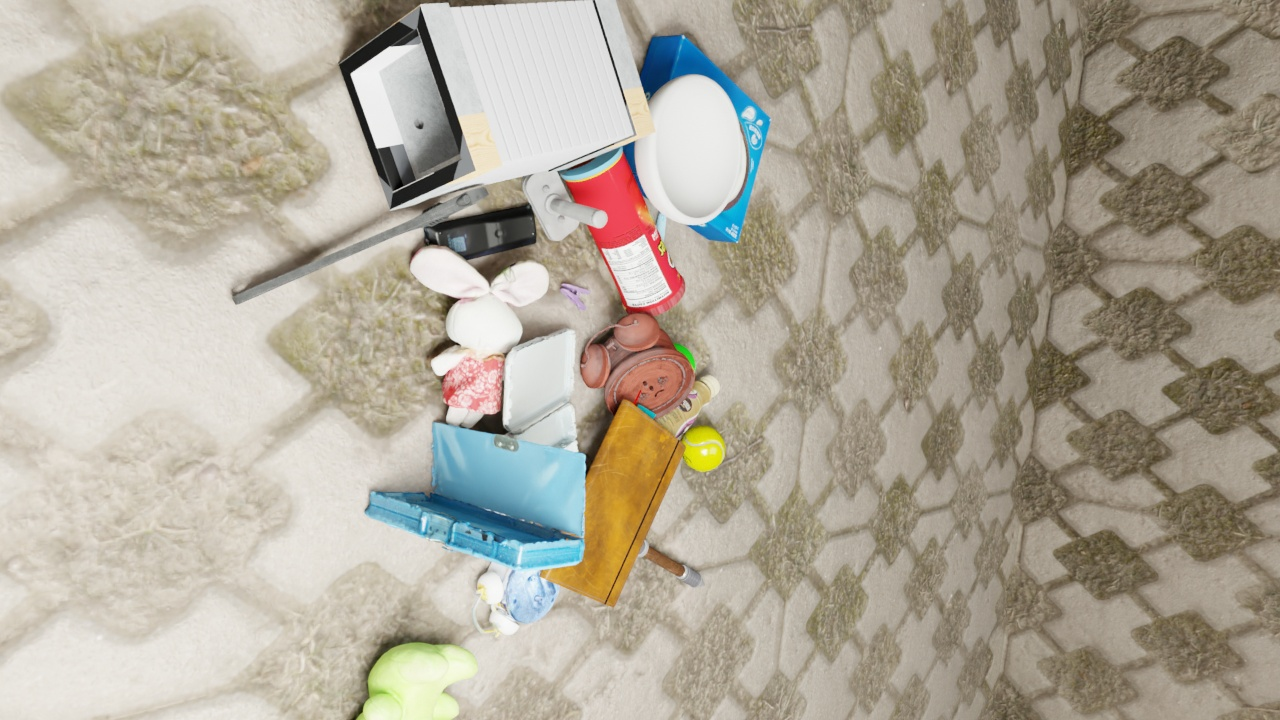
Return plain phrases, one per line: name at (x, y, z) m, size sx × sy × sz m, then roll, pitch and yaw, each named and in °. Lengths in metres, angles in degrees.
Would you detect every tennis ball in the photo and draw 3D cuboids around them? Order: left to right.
tennis ball at (0.043, 0.008, 1.255) m, size 0.065 × 0.065 × 0.065 m, roll -12°, pitch 106°, yaw -49°
tennis ball at (0.091, 0.128, 1.337) m, size 0.065 × 0.065 × 0.065 m, roll -12°, pitch 106°, yaw -49°

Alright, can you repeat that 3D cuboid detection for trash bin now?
trash bin at (-0.133, -0.258, 0.907) m, size 0.246 × 0.143 × 0.142 m, roll -26°, pitch 102°, yaw -45°

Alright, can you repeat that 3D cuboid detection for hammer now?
hammer at (0.019, 0.278, 1.305) m, size 0.322 × 0.043 × 0.155 m, roll 42°, pitch 65°, yaw -48°

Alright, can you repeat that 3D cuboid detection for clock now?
clock at (-0.149, 0.272, 1.087) m, size 0.125 × 0.052 × 0.089 m, roll -38°, pitch 125°, yaw -40°
clock at (-0.006, 0.006, 1.156) m, size 0.121 × 0.072 × 0.157 m, roll -39°, pitch 137°, yaw 13°

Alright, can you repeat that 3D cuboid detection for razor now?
razor at (-0.077, -0.170, 1.038) m, size 0.047 × 0.116 × 0.088 m, roll -41°, pitch 128°, yaw -19°

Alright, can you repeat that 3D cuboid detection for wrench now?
wrench at (-0.257, -0.113, 0.874) m, size 0.272 × 0.073 × 0.018 m, roll -32°, pitch 103°, yaw -33°

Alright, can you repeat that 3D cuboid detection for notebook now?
notebook at (-0.021, 0.180, 1.162) m, size 0.178 × 0.014 × 0.249 m, roll 41°, pitch 70°, yaw -51°

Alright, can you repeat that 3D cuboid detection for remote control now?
remote control at (-0.169, -0.137, 1.006) m, size 0.149 × 0.022 × 0.047 m, roll -23°, pitch 114°, yaw -45°

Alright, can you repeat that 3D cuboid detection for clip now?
clip at (-0.080, -0.077, 1.134) m, size 0.051 × 0.014 × 0.043 m, roll -13°, pitch 109°, yaw -52°

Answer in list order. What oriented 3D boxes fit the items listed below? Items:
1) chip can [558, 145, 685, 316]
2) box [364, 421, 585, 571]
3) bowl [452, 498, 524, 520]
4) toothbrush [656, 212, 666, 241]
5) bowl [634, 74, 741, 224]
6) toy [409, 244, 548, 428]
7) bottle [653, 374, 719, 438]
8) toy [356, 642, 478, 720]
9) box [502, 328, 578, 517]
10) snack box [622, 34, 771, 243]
chip can at (-0.020, -0.160, 1.133) m, size 0.086 × 0.087 × 0.213 m, roll -51°, pitch 131°, yaw -31°
box at (-0.162, 0.125, 0.903) m, size 0.094 × 0.232 × 0.111 m, roll 7°, pitch 91°, yaw -50°
bowl at (-0.158, 0.161, 1.053) m, size 0.110 × 0.055 × 0.110 m, roll -12°, pitch 105°, yaw -49°
toothbrush at (0.019, -0.123, 1.241) m, size 0.022 × 0.016 × 0.155 m, roll 7°, pitch 93°, yaw -13°
bowl at (0.047, -0.256, 1.122) m, size 0.176 × 0.066 × 0.177 m, roll -12°, pitch 107°, yaw -46°
toy at (-0.173, -0.021, 0.982) m, size 0.158 × 0.084 × 0.194 m, roll 1°, pitch 100°, yaw -36°
bottle at (0.053, 0.069, 1.285) m, size 0.165 × 0.060 × 0.060 m, roll -35°, pitch 122°, yaw -42°
toy at (-0.251, 0.386, 0.958) m, size 0.196 × 0.107 × 0.150 m, roll -63°, pitch 161°, yaw -7°
box at (-0.113, 0.064, 1.044) m, size 0.209 × 0.045 × 0.191 m, roll -39°, pitch 130°, yaw -72°
snack box at (0.077, -0.292, 1.245) m, size 0.238 × 0.056 × 0.195 m, roll 23°, pitch 80°, yaw -49°
